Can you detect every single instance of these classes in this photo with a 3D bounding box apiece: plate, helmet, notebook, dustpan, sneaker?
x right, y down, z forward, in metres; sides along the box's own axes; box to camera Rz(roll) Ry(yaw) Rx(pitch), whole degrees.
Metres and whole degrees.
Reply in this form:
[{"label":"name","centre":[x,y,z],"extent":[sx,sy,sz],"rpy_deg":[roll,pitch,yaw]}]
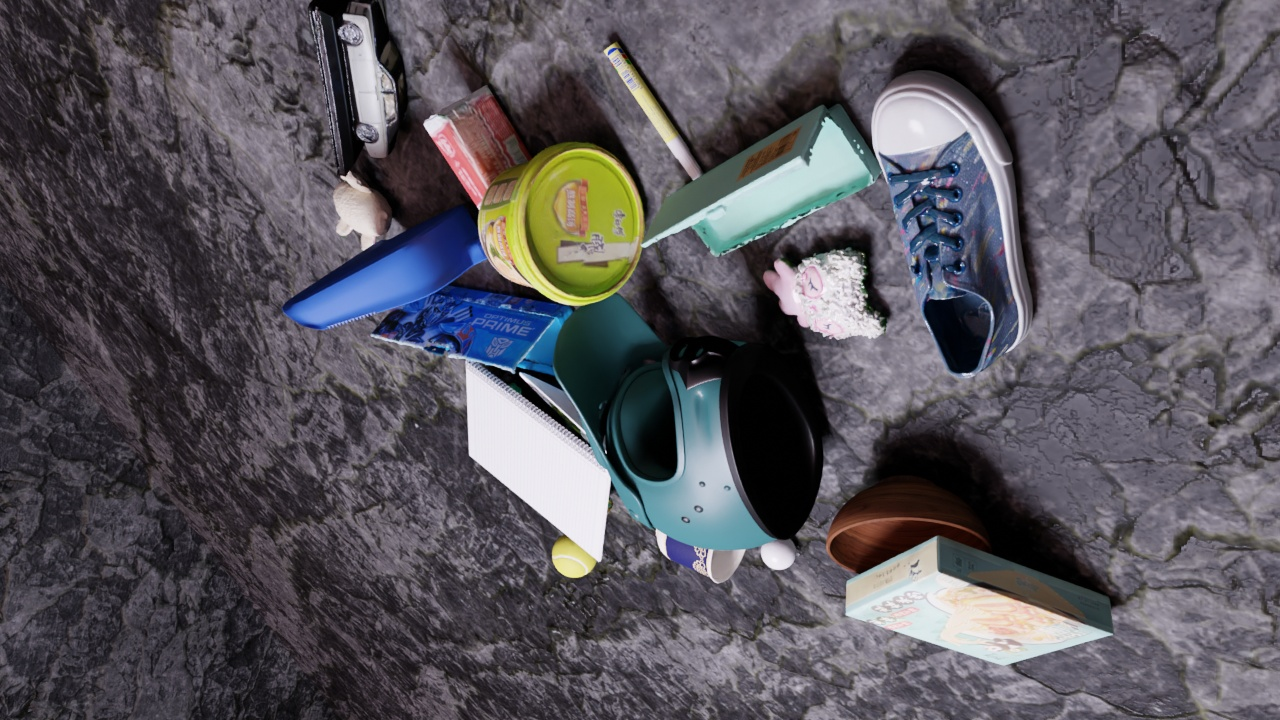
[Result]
[{"label":"plate","centre":[-0.047,0.084,1.065],"extent":[0.229,0.030,0.229],"rpy_deg":[43,173,6]},{"label":"helmet","centre":[0.043,0.064,0.885],"extent":[0.201,0.176,0.275],"rpy_deg":[4,138,38]},{"label":"notebook","centre":[-0.133,0.123,1.135],"extent":[0.246,0.013,0.178],"rpy_deg":[34,138,27]},{"label":"dustpan","centre":[-0.203,-0.121,0.960],"extent":[0.258,0.245,0.059],"rpy_deg":[-22,108,19]},{"label":"sneaker","centre":[0.224,-0.090,0.662],"extent":[0.088,0.079,0.235],"rpy_deg":[-2,125,44]}]

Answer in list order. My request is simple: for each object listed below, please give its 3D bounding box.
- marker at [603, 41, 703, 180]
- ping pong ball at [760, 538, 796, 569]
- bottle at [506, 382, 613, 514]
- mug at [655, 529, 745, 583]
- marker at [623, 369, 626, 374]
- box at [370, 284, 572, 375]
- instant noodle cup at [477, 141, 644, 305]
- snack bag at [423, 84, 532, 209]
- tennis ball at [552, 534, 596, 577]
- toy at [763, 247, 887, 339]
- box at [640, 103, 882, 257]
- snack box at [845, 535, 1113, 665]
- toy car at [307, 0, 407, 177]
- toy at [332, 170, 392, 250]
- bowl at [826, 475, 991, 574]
[{"label":"marker","centre":[0.013,-0.212,0.786],"extent":[0.014,0.014,0.132],"rpy_deg":[-19,112,50]},{"label":"ping pong ball","centre":[0.159,0.221,1.057],"extent":[0.040,0.040,0.040],"rpy_deg":[24,139,23]},{"label":"bottle","centre":[-0.120,0.123,1.189],"extent":[0.068,0.067,0.209],"rpy_deg":[-24,104,51]},{"label":"mug","centre":[0.067,0.196,1.083],"extent":[0.089,0.085,0.112],"rpy_deg":[17,131,33]},{"label":"marker","centre":[-0.006,0.006,1.017],"extent":[0.018,0.015,0.134],"rpy_deg":[12,142,-7]},{"label":"box","centre":[-0.194,-0.018,1.078],"extent":[0.244,0.115,0.094],"rpy_deg":[12,132,34]},{"label":"instant noodle cup","centre":[-0.078,-0.126,0.854],"extent":[0.098,0.145,0.146],"rpy_deg":[9,132,50]},{"label":"snack bag","centre":[-0.148,-0.200,0.890],"extent":[0.036,0.076,0.116],"rpy_deg":[-12,117,46]},{"label":"tennis ball","centre":[-0.095,0.279,1.322],"extent":[0.065,0.065,0.065],"rpy_deg":[24,139,23]},{"label":"toy","centre":[0.154,-0.055,0.795],"extent":[0.109,0.041,0.096],"rpy_deg":[7,132,46]},{"label":"box","centre":[0.087,-0.126,0.740],"extent":[0.189,0.092,0.077],"rpy_deg":[-20,111,49]},{"label":"snack box","centre":[0.315,0.231,0.867],"extent":[0.193,0.044,0.142],"rpy_deg":[20,145,-14]},{"label":"toy car","centre":[-0.278,-0.286,0.933],"extent":[0.071,0.094,0.192],"rpy_deg":[5,136,-2]},{"label":"toy","centre":[-0.333,-0.184,1.095],"extent":[0.087,0.050,0.112],"rpy_deg":[32,128,22]},{"label":"bowl","centre":[0.252,0.151,0.869],"extent":[0.147,0.068,0.147],"rpy_deg":[6,147,4]}]
